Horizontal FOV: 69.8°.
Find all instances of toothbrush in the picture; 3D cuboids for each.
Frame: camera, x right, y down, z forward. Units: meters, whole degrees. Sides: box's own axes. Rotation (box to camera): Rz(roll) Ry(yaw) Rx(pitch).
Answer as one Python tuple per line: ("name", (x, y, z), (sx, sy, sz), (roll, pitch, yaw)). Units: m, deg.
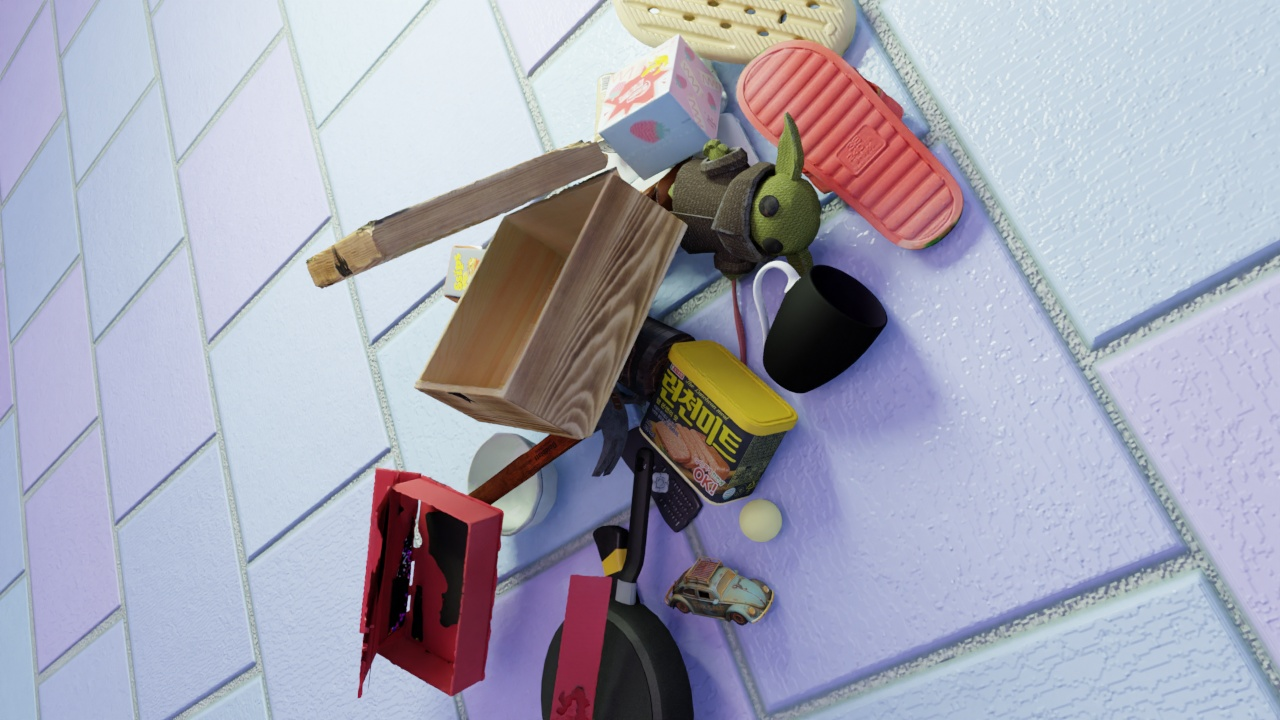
("toothbrush", (0.101, -0.029, 0.918), (0.016, 0.015, 0.184), (-9, 79, 33))

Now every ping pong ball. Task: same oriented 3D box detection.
("ping pong ball", (0.113, 0.151, 0.864), (0.040, 0.040, 0.040), (-7, 79, 37))

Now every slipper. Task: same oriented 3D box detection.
("slipper", (0.094, -0.353, 0.936), (0.262, 0.079, 0.111), (21, 100, 19))
("slipper", (0.195, -0.200, 0.843), (0.249, 0.059, 0.104), (46, 111, 16))

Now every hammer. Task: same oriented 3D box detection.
("hammer", (-0.001, 0.326, 0.936), (0.170, 0.034, 0.324), (-29, 65, 33))
("hammer", (-0.128, 0.117, 0.982), (0.302, 0.028, 0.111), (-37, 68, 30))

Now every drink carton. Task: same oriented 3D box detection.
("drink carton", (-0.180, -0.101, 1.124), (0.125, 0.048, 0.076), (10, 89, 38))

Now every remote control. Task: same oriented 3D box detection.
("remote control", (0.018, 0.121, 0.962), (0.046, 0.009, 0.124), (-50, 57, 21))

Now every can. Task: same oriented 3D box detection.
("can", (-0.031, -0.273, 1.013), (0.038, 0.038, 0.079), (-8, 73, 37))
("can", (0.070, 0.059, 0.882), (0.131, 0.072, 0.101), (45, 125, 33))

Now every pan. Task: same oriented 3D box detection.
("pan", (-0.023, 0.264, 0.910), (0.204, 0.044, 0.355), (2, 86, 50))

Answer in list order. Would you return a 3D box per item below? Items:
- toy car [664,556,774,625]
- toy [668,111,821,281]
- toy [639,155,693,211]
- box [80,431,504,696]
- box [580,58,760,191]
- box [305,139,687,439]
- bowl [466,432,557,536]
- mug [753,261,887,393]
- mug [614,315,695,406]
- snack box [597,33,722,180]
("toy car", (0.070, 0.216, 0.875), (0.112, 0.047, 0.047), (1, 123, 37))
("toy", (0.096, -0.140, 0.865), (0.153, 0.078, 0.179), (13, 125, 39))
("toy", (0.015, -0.175, 0.960), (0.090, 0.070, 0.102), (0, 63, 48))
("box", (-0.382, 0.216, 1.032), (0.468, 0.138, 0.215), (12, 103, 13))
("box", (0.021, -0.212, 0.996), (0.210, 0.037, 0.190), (-32, 68, 30))
("box", (-0.152, -0.104, 0.896), (0.280, 0.264, 0.269), (-2, 59, 62))
("bowl", (-0.138, 0.142, 1.048), (0.118, 0.061, 0.117), (-7, 79, 36))
("mug", (0.146, -0.033, 0.831), (0.119, 0.084, 0.100), (41, 124, 10))
("mug", (-0.006, 0.005, 0.964), (0.107, 0.079, 0.116), (29, 127, 38))
("snack box", (0.020, -0.253, 0.921), (0.093, 0.079, 0.094), (-20, 45, 35))
